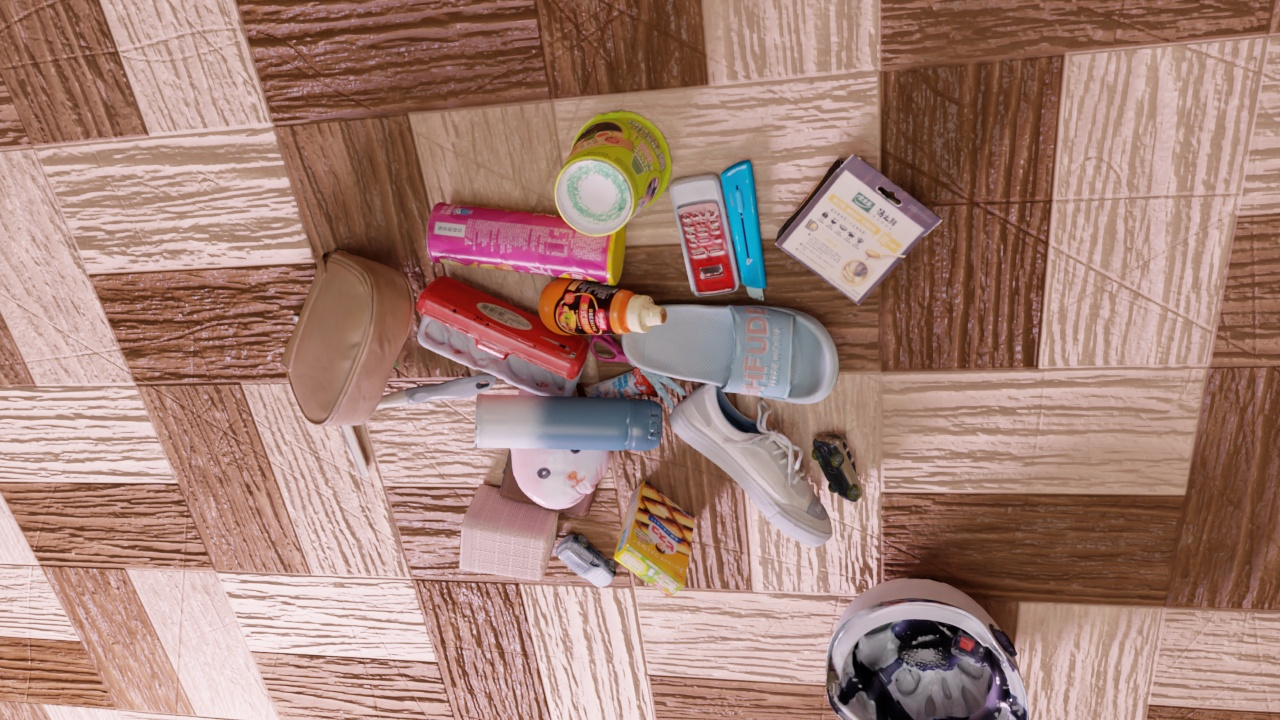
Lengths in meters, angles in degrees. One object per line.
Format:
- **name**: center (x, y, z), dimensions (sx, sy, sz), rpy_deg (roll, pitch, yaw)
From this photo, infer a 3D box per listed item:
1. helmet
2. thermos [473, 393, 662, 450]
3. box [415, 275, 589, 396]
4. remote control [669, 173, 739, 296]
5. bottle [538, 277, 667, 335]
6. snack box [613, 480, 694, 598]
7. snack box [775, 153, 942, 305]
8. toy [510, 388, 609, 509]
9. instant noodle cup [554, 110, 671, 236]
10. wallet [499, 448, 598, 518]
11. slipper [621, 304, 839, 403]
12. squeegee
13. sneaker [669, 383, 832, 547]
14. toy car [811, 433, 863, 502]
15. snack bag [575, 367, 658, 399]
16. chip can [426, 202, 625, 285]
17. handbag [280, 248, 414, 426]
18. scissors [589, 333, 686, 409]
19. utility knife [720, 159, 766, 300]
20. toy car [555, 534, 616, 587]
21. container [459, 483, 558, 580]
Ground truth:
- **helmet**: center (0.349, 0.366, 1.135), dimensions (0.230, 0.145, 0.258), rpy_deg (-29, 101, 23)
- **thermos**: center (-0.082, 0.074, 1.071), dimensions (0.220, 0.070, 0.070), rpy_deg (2, 120, -7)
- **box**: center (-0.167, -0.013, 1.073), dimensions (0.201, 0.095, 0.102), rpy_deg (24, 118, -2)
- **remote control**: center (0.070, -0.134, 0.996), dimensions (0.056, 0.020, 0.136), rpy_deg (-6, 117, 16)
- **bottle**: center (-0.039, -0.056, 1.018), dimensions (0.150, 0.066, 0.067), rpy_deg (8, 121, 28)
- **snack box**: center (0.020, 0.218, 1.131), dimensions (0.087, 0.140, 0.034), rpy_deg (38, 117, -9)
- **snack box**: center (0.221, -0.138, 0.941), dimensions (0.113, 0.053, 0.126), rpy_deg (35, 119, -7)
- **toy**: center (-0.114, 0.104, 1.129), dimensions (0.121, 0.054, 0.159), rpy_deg (-41, 87, 4)
- **instant noodle cup**: center (-0.033, -0.184, 0.932), dimensions (0.112, 0.123, 0.112), rpy_deg (5, 119, 10)
- **wallet**: center (-0.114, 0.146, 1.186), dimensions (0.124, 0.032, 0.101), rpy_deg (16, 118, 2)
- **slipper**: center (0.096, -0.015, 1.010), dimensions (0.245, 0.074, 0.104), rpy_deg (8, 93, 12)
- **squeegee**: center (-0.300, 0.045, 1.166), dimensions (0.247, 0.039, 0.247), rpy_deg (-7, 116, 16)
- **sneaker**: center (0.151, 0.114, 1.081), dimensions (0.242, 0.089, 0.091), rpy_deg (42, 114, -4)
- **toy car**: center (0.237, 0.128, 1.089), dimensions (0.035, 0.042, 0.090), rpy_deg (-35, 111, -20)
- **snack bag**: center (-0.029, 0.036, 1.108), dimensions (0.104, 0.026, 0.048), rpy_deg (-15, 101, 19)
- **chip can**: center (-0.126, -0.130, 1.013), dimensions (0.211, 0.071, 0.071), rpy_deg (8, 119, 9)
- **handbag**: center (-0.343, -0.027, 1.085), dimensions (0.148, 0.099, 0.205), rpy_deg (41, 112, 30)
- **scissors**: center (-0.006, 0.009, 1.076), dimensions (0.084, 0.017, 0.137), rpy_deg (-33, 92, 21)
- **utility knife**: center (0.114, -0.136, 0.986), dimensions (0.034, 0.018, 0.159), rpy_deg (-6, 118, 15)
- **toy car**: center (-0.074, 0.274, 1.245), dimensions (0.090, 0.034, 0.043), rpy_deg (42, 115, -13)
- **container**: center (-0.171, 0.230, 1.212), dimensions (0.111, 0.090, 0.090), rpy_deg (11, 120, 3)
